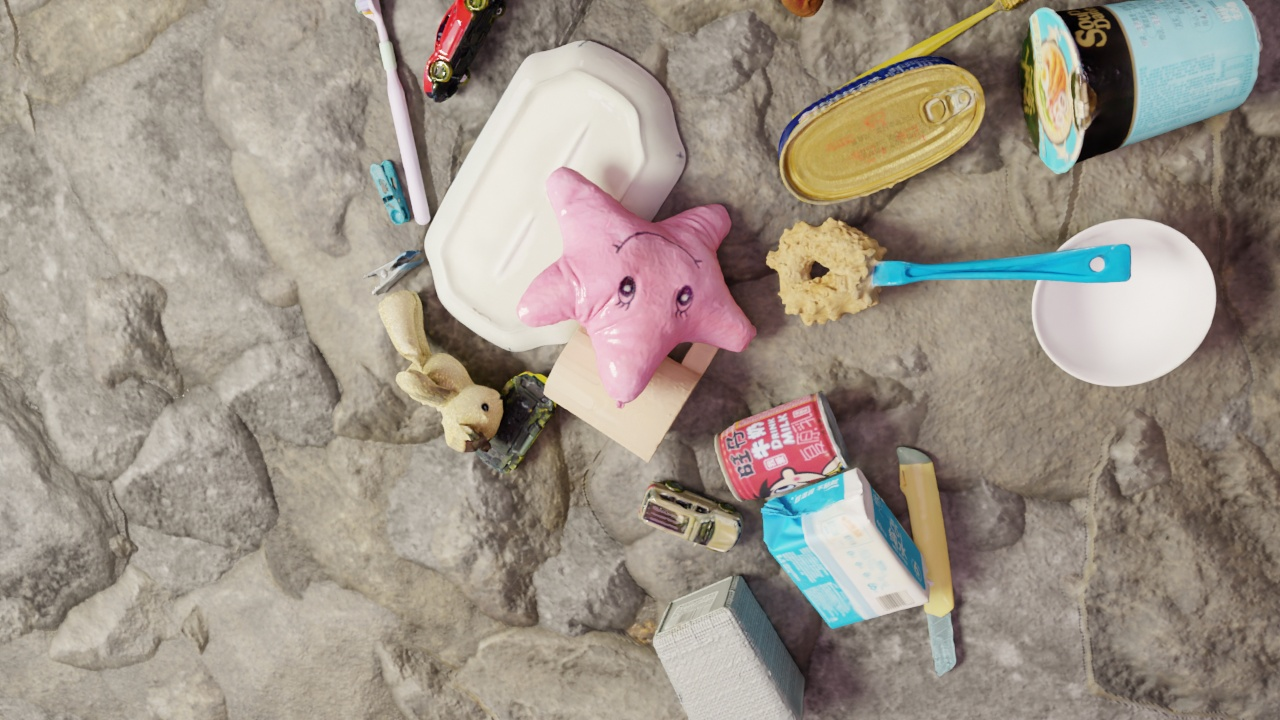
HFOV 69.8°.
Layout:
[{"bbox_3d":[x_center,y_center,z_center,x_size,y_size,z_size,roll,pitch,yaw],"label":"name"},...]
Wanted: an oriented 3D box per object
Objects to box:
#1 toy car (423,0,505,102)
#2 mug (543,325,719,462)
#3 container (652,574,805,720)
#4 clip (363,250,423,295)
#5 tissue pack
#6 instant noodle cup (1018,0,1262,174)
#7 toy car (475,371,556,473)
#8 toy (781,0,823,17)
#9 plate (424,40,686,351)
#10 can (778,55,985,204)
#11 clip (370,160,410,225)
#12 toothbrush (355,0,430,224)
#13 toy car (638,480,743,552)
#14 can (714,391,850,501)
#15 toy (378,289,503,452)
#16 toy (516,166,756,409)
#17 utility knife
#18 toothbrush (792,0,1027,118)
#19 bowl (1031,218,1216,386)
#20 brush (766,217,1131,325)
[{"bbox_3d":[-0.143,-0.255,0.726,0.031,0.049,0.106,32,108,3],"label":"toy car"},{"bbox_3d":[-0.004,0.004,0.752,0.103,0.084,0.124,31,83,4],"label":"mug"},{"bbox_3d":[0.074,0.258,0.789,0.090,0.090,0.114,-27,93,16],"label":"container"},{"bbox_3d":[-0.215,-0.077,0.799,0.057,0.025,0.033,-27,92,21],"label":"clip"},{"bbox_3d":[0.166,0.152,0.737,0.090,0.063,0.140,-25,120,26],"label":"tissue pack"},{"bbox_3d":[0.336,-0.194,0.618,0.120,0.111,0.111,-11,101,7],"label":"instant noodle cup"},{"bbox_3d":[-0.109,0.054,0.805,0.048,0.032,0.105,37,119,4],"label":"toy car"},{"bbox_3d":[0.127,-0.349,0.615,0.140,0.130,0.199,-7,92,52],"label":"toy"},{"bbox_3d":[-0.079,-0.127,0.752,0.162,0.034,0.266,36,108,1],"label":"plate"},{"bbox_3d":[0.173,-0.169,0.674,0.148,0.049,0.074,-23,114,16],"label":"can"},{"bbox_3d":[-0.212,-0.143,0.784,0.014,0.040,0.056,-13,107,15],"label":"clip"},{"bbox_3d":[-0.204,-0.207,0.767,0.021,0.029,0.189,-17,103,-23],"label":"toothbrush"},{"bbox_3d":[0.044,0.137,0.792,0.090,0.035,0.042,20,108,4],"label":"toy car"},{"bbox_3d":[0.114,0.072,0.744,0.094,0.066,0.066,-22,98,16],"label":"can"},{"bbox_3d":[-0.171,0.008,0.777,0.066,0.105,0.157,-33,77,-4],"label":"toy"},{"bbox_3d":[0.005,-0.048,0.702,0.194,0.075,0.178,12,78,-20],"label":"toy"},{"bbox_3d":[0.242,0.170,0.767,0.031,0.021,0.207,-8,95,18],"label":"utility knife"},{"bbox_3d":[0.200,-0.225,0.680,0.190,0.016,0.015,-28,96,17],"label":"toothbrush"},{"bbox_3d":[0.342,-0.046,0.669,0.118,0.064,0.118,2,104,10],"label":"bowl"},{"bbox_3d":[0.213,-0.067,0.669,0.255,0.045,0.083,1,93,29],"label":"brush"}]
